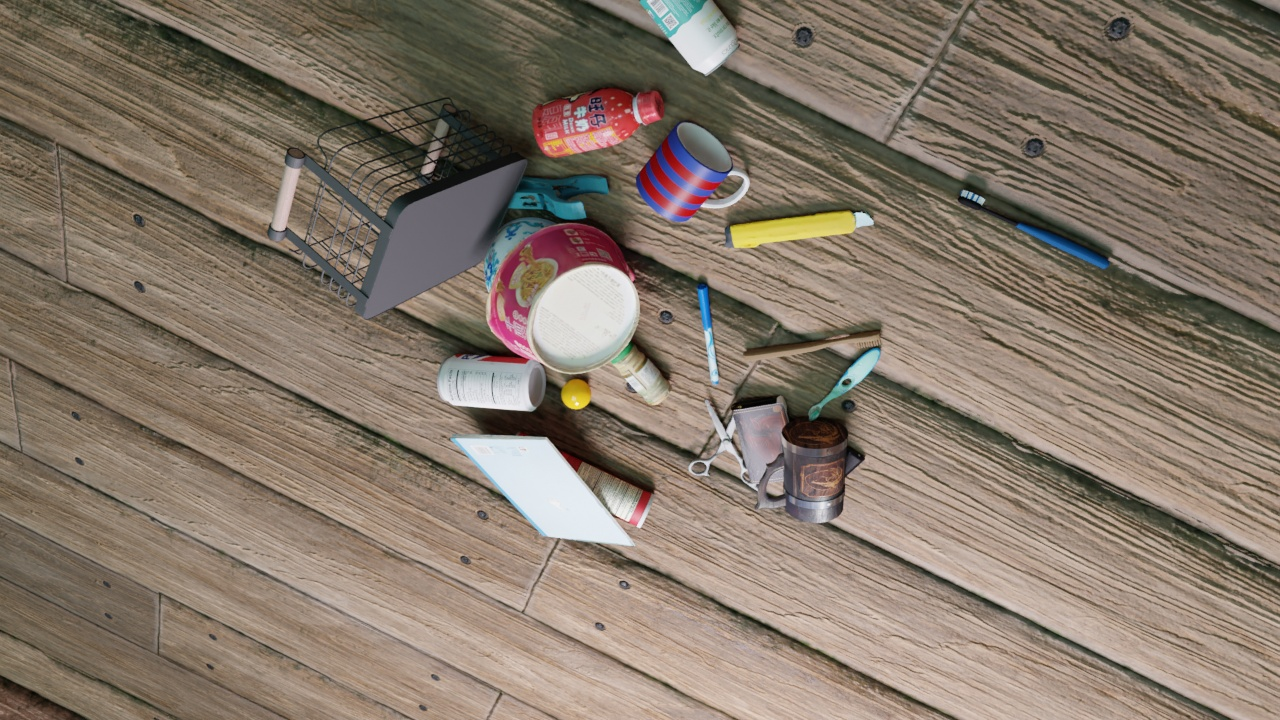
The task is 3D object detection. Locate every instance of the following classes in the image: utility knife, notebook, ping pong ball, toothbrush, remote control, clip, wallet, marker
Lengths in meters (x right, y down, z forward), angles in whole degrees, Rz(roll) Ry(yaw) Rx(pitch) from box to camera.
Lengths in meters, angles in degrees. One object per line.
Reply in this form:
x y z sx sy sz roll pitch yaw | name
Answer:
0.172 -0.144 1.010 0.165 0.017 0.030 -3 128 22 | utility knife
-0.137 0.186 1.304 0.181 0.009 0.253 -2 137 36 | notebook
-0.086 0.045 1.223 0.040 0.040 0.040 10 127 13 | ping pong ball
0.244 0.030 1.107 0.022 0.017 0.136 34 129 -5 | toothbrush
0.241 0.162 1.203 0.032 0.015 0.137 33 128 -5 | remote control
-0.103 -0.177 1.035 0.130 0.121 0.031 -6 131 9 | clip
0.401 -0.133 0.935 0.168 0.014 0.014 24 95 -1 | toothbrush
0.163 0.103 1.183 0.072 0.019 0.123 -11 120 14 | wallet
0.202 -0.015 1.091 0.167 0.016 0.016 -8 120 24 | toothbrush
0.084 -0.029 1.126 0.013 0.013 0.142 2 124 19 | marker

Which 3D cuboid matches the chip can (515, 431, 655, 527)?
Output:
-0.087 0.169 1.305 0.215 0.051 0.052 25 129 2 | chip can

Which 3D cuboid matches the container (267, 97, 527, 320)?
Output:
-0.254 -0.172 0.987 0.130 0.240 0.163 40 129 9 | container

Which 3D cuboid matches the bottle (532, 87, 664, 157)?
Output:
-0.043 -0.258 0.979 0.138 0.061 0.062 -7 121 23 | bottle

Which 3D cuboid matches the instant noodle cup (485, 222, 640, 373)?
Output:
-0.077 -0.061 1.057 0.178 0.077 0.179 -15 124 -23 | instant noodle cup

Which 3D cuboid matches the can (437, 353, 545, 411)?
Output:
-0.199 0.029 1.234 0.132 0.070 0.070 4 125 18 | can

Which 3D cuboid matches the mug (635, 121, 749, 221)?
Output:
0.061 -0.195 0.987 0.111 0.074 0.076 19 134 -28 | mug

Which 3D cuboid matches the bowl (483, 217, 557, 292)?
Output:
-0.135 -0.093 1.120 0.144 0.074 0.144 10 127 13 | bowl

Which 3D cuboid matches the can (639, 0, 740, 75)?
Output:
0.048 -0.333 0.895 0.055 0.054 0.101 -32 109 34 | can

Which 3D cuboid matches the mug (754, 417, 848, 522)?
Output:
0.199 0.138 1.142 0.116 0.080 0.107 -6 115 -3 | mug

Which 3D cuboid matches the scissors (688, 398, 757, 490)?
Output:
0.125 0.117 1.215 0.162 0.014 0.142 33 123 -12 | scissors

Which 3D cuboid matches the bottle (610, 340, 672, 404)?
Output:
-0.007 0.007 1.167 0.043 0.043 0.111 -31 110 34 | bottle
